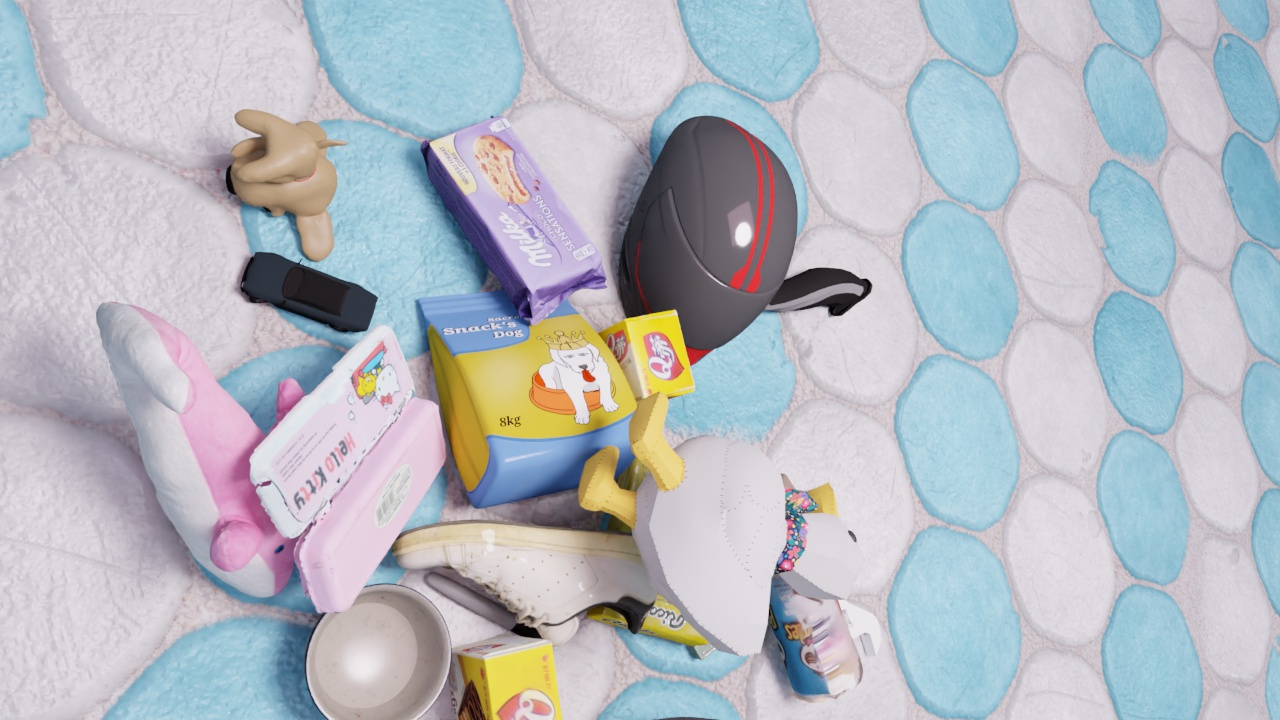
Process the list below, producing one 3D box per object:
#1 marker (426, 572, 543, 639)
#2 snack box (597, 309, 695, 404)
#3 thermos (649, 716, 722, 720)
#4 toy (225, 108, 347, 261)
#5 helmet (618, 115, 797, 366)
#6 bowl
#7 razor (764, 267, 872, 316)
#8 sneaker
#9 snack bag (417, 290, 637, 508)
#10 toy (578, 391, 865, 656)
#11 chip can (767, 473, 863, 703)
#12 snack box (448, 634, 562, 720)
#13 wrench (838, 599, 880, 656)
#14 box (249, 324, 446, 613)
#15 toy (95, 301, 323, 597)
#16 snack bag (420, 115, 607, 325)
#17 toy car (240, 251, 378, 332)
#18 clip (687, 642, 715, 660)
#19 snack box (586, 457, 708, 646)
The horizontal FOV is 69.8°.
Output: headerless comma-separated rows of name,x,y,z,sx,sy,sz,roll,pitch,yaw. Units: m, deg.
marker,-0.133,0.225,0.834,0.138,0.016,0.022,34,32,-18
snack box,-0.005,0.005,0.907,0.061,0.106,0.083,-11,84,-32
thermos,0.026,0.372,0.840,0.198,0.084,0.108,9,111,-26
toy,-0.301,-0.163,0.782,0.105,0.108,0.134,-5,80,-14
helmet,0.079,-0.134,0.953,0.164,0.170,0.264,13,71,-27
bowl,-0.220,0.242,0.751,0.115,0.059,0.115,8,74,-29
razor,0.198,-0.081,1.082,0.156,0.057,0.060,-2,111,-31
sneaker,-0.097,0.196,0.805,0.241,0.089,0.102,7,75,-15
snack bag,-0.107,0.019,0.859,0.158,0.103,0.205,-9,63,-32
toy,0.081,0.146,0.774,0.267,0.141,0.246,34,30,-12
chip can,0.160,0.234,0.944,0.079,0.080,0.229,-25,100,-32
snack box,-0.103,0.352,0.762,0.061,0.110,0.230,-5,80,-30
wrench,0.180,0.223,1.015,0.066,0.018,0.273,-38,97,-32
box,-0.217,0.080,0.723,0.200,0.045,0.155,-66,155,-54
toy,-0.298,0.064,0.678,0.127,0.187,0.266,-34,133,-28
snack bag,-0.124,-0.136,0.887,0.096,0.059,0.205,-30,85,-35
toy car,-0.287,-0.059,0.801,0.112,0.034,0.046,21,68,-24
clip,0.082,0.276,0.937,0.074,0.035,0.023,-31,96,-26
snack box,0.022,0.181,0.917,0.121,0.045,0.180,21,65,-22
